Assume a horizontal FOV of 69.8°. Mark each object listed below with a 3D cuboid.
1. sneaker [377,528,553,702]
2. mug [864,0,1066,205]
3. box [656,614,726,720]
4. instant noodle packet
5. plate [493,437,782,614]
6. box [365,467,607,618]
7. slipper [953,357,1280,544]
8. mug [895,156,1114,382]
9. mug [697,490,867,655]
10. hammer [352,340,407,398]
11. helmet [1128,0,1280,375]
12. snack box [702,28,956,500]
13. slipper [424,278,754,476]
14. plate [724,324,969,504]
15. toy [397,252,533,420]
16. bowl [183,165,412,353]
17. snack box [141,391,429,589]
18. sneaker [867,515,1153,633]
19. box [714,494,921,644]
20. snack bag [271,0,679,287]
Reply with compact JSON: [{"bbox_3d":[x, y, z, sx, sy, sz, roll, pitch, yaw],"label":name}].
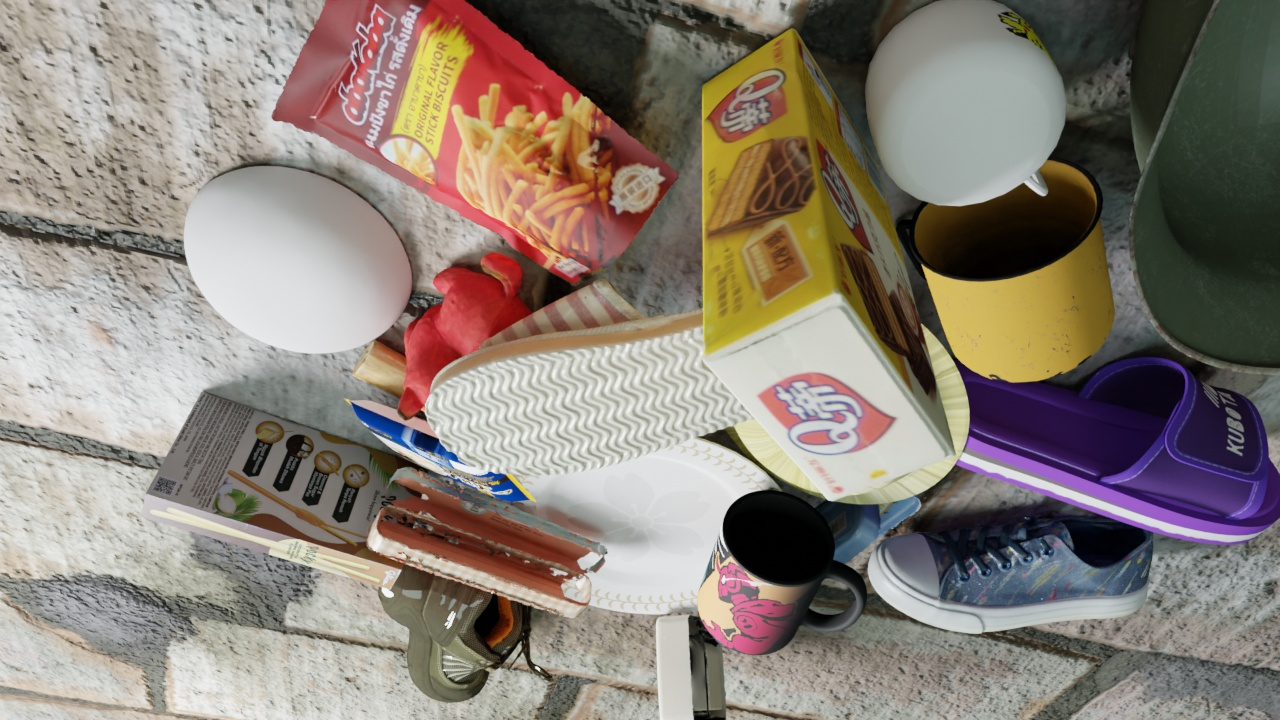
[{"bbox_3d":[-0.133,0.237,0.823,0.143,0.100,0.238,9,139,10],"label":"sneaker"},{"bbox_3d":[0.176,-0.129,0.486,0.115,0.068,0.095,32,128,-24],"label":"mug"},{"bbox_3d":[0.039,0.325,0.832,0.058,0.187,0.144,1,159,19],"label":"box"},{"bbox_3d":[-0.145,0.066,0.674,0.134,0.026,0.087,18,158,22],"label":"instant noodle packet"},{"bbox_3d":[0.002,0.133,0.740,0.242,0.016,0.243,3,133,3],"label":"plate"},{"bbox_3d":[-0.115,0.145,0.715,0.187,0.056,0.071,24,99,-18],"label":"box"},{"bbox_3d":[0.331,0.042,0.620,0.266,0.107,0.084,14,133,-4],"label":"slipper"},{"bbox_3d":[0.212,-0.054,0.546,0.124,0.100,0.094,20,153,45],"label":"mug"},{"bbox_3d":[0.109,0.165,0.685,0.118,0.081,0.098,19,134,8],"label":"mug"},{"bbox_3d":[-0.069,0.075,0.725,0.330,0.033,0.133,31,130,-23],"label":"hammer"},{"bbox_3d":[0.319,-0.139,0.407,0.227,0.153,0.268,-6,137,11],"label":"helmet"},{"bbox_3d":[0.083,-0.058,0.449,0.062,0.229,0.110,-26,127,25],"label":"snack box"},{"bbox_3d":[-0.003,0.003,0.569,0.263,0.052,0.115,-13,128,8],"label":"slipper"},{"bbox_3d":[0.121,0.036,0.618,0.184,0.036,0.185,17,130,21],"label":"plate"},{"bbox_3d":[-0.107,-0.009,0.603,0.088,0.093,0.133,26,131,-15],"label":"toy"},{"bbox_3d":[-0.230,-0.053,0.604,0.149,0.043,0.150,2,134,2],"label":"bowl"},{"bbox_3d":[-0.268,0.101,0.713,0.186,0.100,0.032,21,131,-16],"label":"snack box"},{"bbox_3d":[0.308,0.165,0.750,0.235,0.087,0.079,1,127,-3],"label":"sneaker"},{"bbox_3d":[0.147,0.182,0.783,0.085,0.072,0.210,22,131,-22],"label":"box"},{"bbox_3d":[-0.092,-0.132,0.528,0.208,0.066,0.139,35,132,-15],"label":"snack bag"}]
